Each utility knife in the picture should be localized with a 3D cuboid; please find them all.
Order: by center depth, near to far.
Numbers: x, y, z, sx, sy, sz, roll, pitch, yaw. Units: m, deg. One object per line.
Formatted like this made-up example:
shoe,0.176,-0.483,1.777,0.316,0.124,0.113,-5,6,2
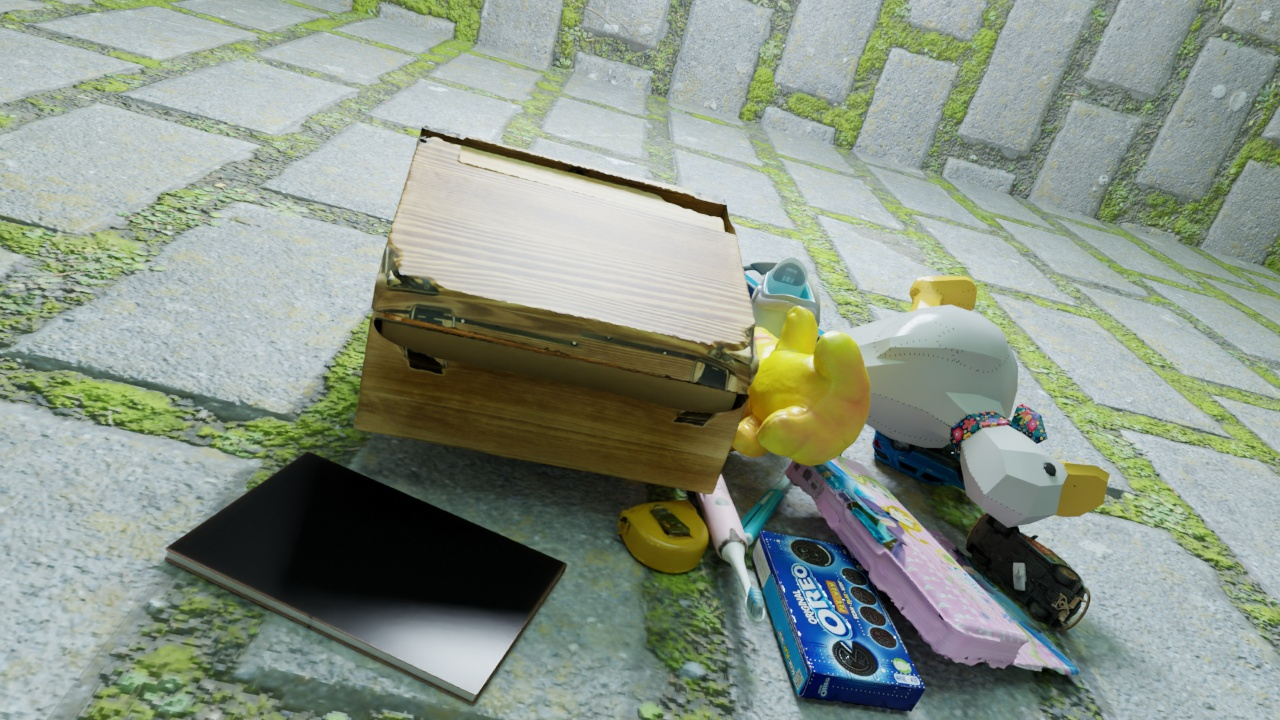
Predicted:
utility knife,0.108,0.121,0.784,0.022,0.015,0.168,-8,12,26

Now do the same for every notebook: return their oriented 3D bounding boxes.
notebook,-0.168,0.129,0.592,0.209,0.008,0.141,21,24,10

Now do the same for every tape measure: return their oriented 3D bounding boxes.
tape measure,0.019,0.130,0.685,0.068,0.030,0.059,1,27,-31

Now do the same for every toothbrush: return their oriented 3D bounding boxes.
toothbrush,0.065,0.127,0.701,0.027,0.026,0.222,-5,22,-5

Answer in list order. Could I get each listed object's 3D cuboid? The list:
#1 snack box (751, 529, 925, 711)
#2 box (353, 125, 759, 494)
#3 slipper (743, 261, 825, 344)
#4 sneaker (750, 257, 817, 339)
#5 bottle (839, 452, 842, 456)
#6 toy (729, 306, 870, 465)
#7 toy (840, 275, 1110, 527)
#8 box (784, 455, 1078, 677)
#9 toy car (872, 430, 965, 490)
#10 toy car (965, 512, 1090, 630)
snack box,0.134,0.180,0.653,0.082,0.027,0.150,13,23,-14
box,-0.063,-0.041,0.728,0.279,0.176,0.246,13,28,-12
slipper,0.187,-0.060,1.109,0.295,0.060,0.118,40,-8,32
sneaker,0.129,-0.050,0.984,0.093,0.161,0.256,13,26,-8
bottle,0.185,0.080,0.904,0.025,0.025,0.106,11,25,-12
toy,0.119,0.028,0.791,0.087,0.134,0.194,32,-12,-22
toy,0.276,0.034,0.828,0.246,0.141,0.266,15,36,-7
box,0.230,0.156,0.730,0.159,0.035,0.230,19,19,-29
toy car,0.289,0.096,0.912,0.120,0.044,0.056,23,25,21
toy car,0.329,0.174,0.768,0.047,0.047,0.112,7,28,-41
